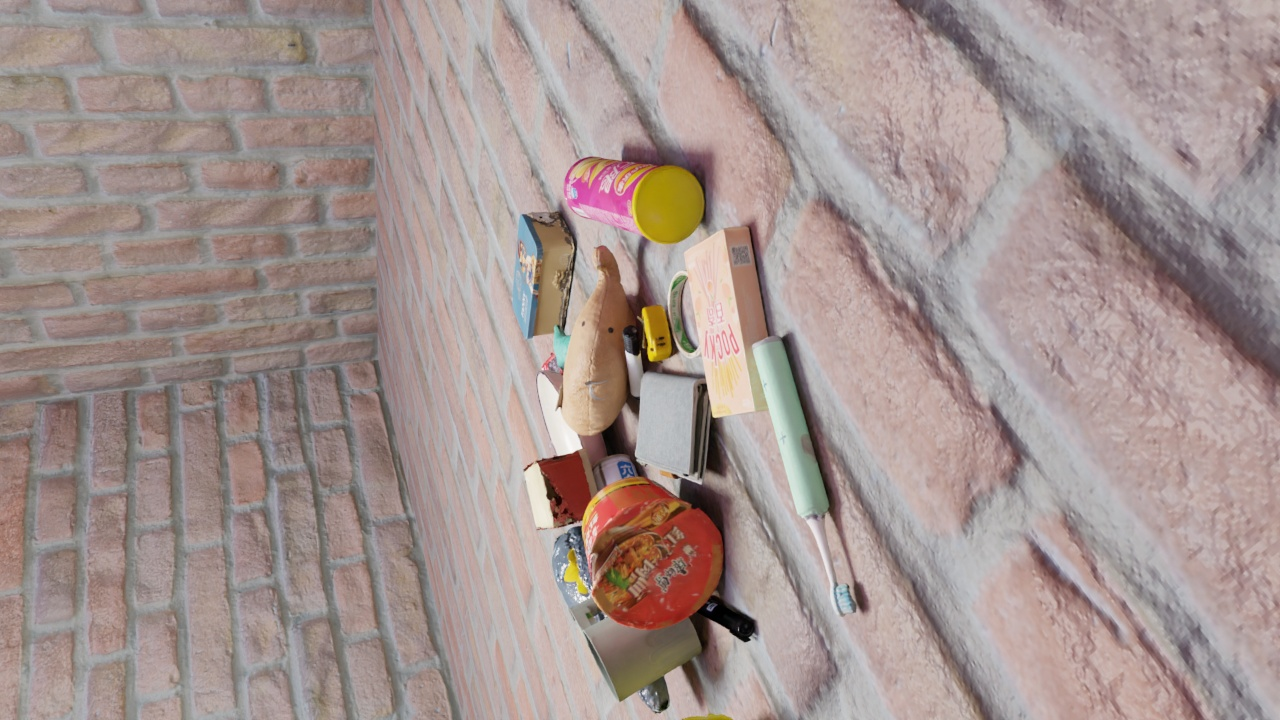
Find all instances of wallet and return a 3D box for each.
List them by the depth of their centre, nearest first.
[{"bbox_3d":[0.035,0.067,0.933,0.130,0.037,0.106,-173,87,-67],"label":"wallet"}]

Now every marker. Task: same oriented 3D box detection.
[{"bbox_3d":[0.075,0.253,0.920,0.132,0.020,0.022,2,109,67],"label":"marker"},{"bbox_3d":[-0.006,0.006,0.988,0.131,0.018,0.022,82,169,-57],"label":"marker"}]

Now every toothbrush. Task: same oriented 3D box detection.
[{"bbox_3d":[0.128,0.088,0.720,0.027,0.026,0.224,-27,70,44],"label":"toothbrush"}]

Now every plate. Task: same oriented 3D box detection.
[{"bbox_3d":[-0.084,0.098,1.199,0.192,0.039,0.193,57,159,35],"label":"plate"}]

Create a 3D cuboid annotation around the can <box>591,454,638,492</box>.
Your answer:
[{"bbox_3d":[-0.015,0.179,1.072,0.053,0.053,0.134,114,142,-53],"label":"can"}]

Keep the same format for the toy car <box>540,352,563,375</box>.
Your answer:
[{"bbox_3d":[-0.113,0.020,1.276,0.121,0.045,0.053,127,130,-58],"label":"toy car"}]

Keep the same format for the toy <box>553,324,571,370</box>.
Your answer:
[{"bbox_3d":[-0.082,-0.010,1.186,0.092,0.030,0.096,-22,74,50],"label":"toy"}]

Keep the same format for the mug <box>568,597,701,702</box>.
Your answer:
[{"bbox_3d":[-0.007,0.291,0.993,0.124,0.103,0.084,50,160,46],"label":"mug"}]

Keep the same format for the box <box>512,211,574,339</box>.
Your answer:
[{"bbox_3d":[-0.137,-0.112,1.270,0.089,0.059,0.185,-118,31,-42],"label":"box"}]

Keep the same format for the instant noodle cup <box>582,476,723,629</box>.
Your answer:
[{"bbox_3d":[0.005,0.187,0.937,0.108,0.137,0.138,-137,43,-71],"label":"instant noodle cup"}]

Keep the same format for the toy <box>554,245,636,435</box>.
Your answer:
[{"bbox_3d":[-0.045,-0.015,1.026,0.143,0.082,0.226,-89,8,-49],"label":"toy"}]

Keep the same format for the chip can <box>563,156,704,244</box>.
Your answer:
[{"bbox_3d":[-0.013,-0.167,0.925,0.210,0.071,0.071,-147,52,-63],"label":"chip can"}]

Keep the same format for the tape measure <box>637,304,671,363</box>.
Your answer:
[{"bbox_3d":[0.014,-0.028,0.943,0.060,0.029,0.057,111,149,-83],"label":"tape measure"}]

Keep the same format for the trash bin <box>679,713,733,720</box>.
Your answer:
[{"bbox_3d":[0.052,0.491,0.809,0.255,0.229,0.230,55,146,39],"label":"trash bin"}]

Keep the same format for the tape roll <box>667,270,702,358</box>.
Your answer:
[{"bbox_3d":[0.049,-0.045,0.887,0.086,0.013,0.086,172,90,-68],"label":"tape roll"}]

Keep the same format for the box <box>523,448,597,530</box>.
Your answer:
[{"bbox_3d":[-0.107,0.165,1.131,0.168,0.076,0.091,141,115,-73],"label":"box"}]

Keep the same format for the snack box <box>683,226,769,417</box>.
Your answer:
[{"bbox_3d":[0.078,-0.031,0.803,0.085,0.026,0.157,160,102,-68],"label":"snack box"}]

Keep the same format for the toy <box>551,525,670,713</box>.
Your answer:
[{"bbox_3d":[-0.049,0.282,1.129,0.356,0.091,0.138,44,157,58],"label":"toy"}]
